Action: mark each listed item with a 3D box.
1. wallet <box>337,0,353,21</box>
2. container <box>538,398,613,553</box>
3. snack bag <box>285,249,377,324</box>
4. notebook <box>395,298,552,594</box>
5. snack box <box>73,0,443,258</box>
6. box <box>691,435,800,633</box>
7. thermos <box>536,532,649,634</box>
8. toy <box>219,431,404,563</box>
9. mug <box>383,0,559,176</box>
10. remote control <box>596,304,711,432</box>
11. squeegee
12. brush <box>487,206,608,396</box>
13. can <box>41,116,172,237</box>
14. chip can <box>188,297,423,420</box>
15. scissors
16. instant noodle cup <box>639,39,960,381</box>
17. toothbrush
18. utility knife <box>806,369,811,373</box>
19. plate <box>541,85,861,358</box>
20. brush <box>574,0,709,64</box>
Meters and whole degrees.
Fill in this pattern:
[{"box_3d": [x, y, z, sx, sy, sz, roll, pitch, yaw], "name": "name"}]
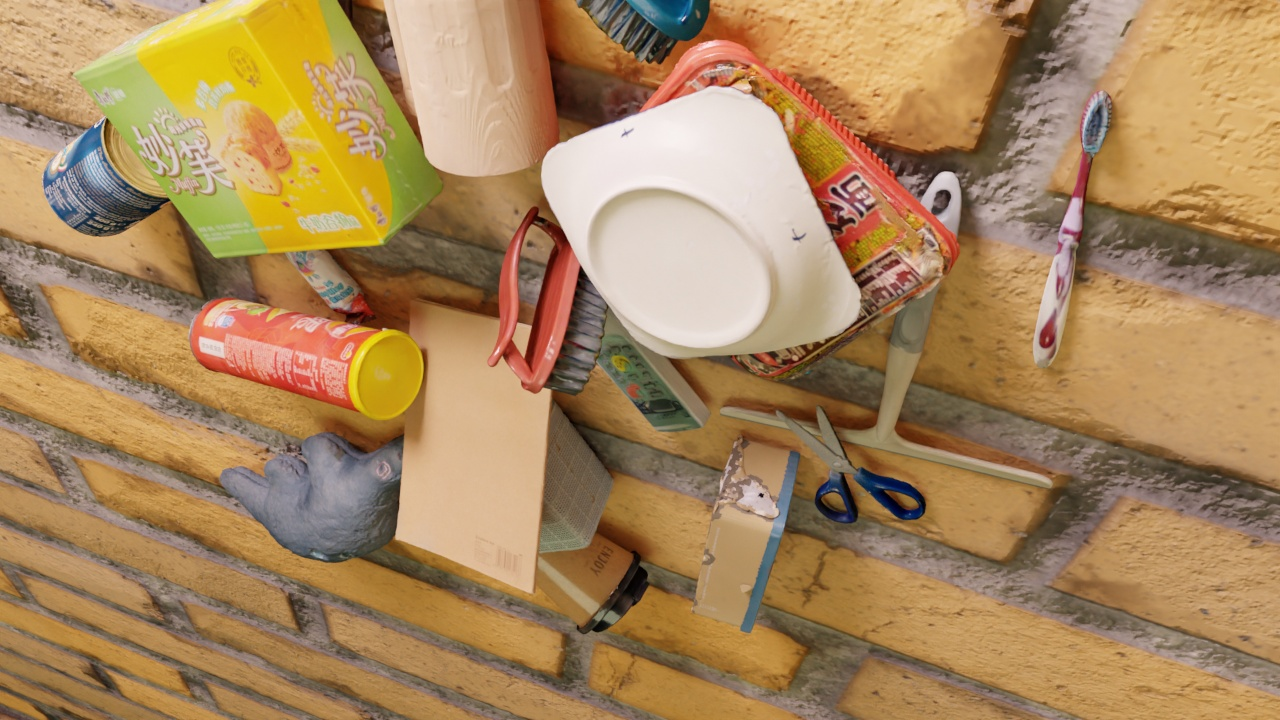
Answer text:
[{"box_3d": [-0.214, -0.271, 0.539, 0.096, 0.020, 0.123, 26, 139, 7], "name": "wallet"}, {"box_3d": [-0.090, 0.106, 0.800, 0.090, 0.089, 0.111, -14, 127, 35], "name": "container"}, {"box_3d": [-0.258, -0.071, 0.749, 0.045, 0.026, 0.105, 0, 134, 47], "name": "snack bag"}, {"box_3d": [-0.135, 0.067, 0.733, 0.150, 0.012, 0.211, 14, 105, 31], "name": "notebook"}, {"box_3d": [-0.255, -0.153, 0.614, 0.210, 0.069, 0.158, 1, 132, 36], "name": "snack box"}, {"box_3d": [0.085, 0.151, 0.762, 0.059, 0.089, 0.185, 14, 138, 11], "name": "box"}, {"box_3d": [-0.069, 0.192, 0.880, 0.143, 0.092, 0.093, 39, 136, -2], "name": "thermos"}, {"box_3d": [-0.319, 0.142, 0.952, 0.357, 0.091, 0.138, -17, 95, 35], "name": "toy"}, {"box_3d": [-0.108, -0.181, 0.543, 0.125, 0.084, 0.104, 32, 143, 33], "name": "mug"}, {"box_3d": [-0.004, 0.004, 0.702, 0.056, 0.019, 0.135, -9, 129, 48], "name": "remote control"}, {"box_3d": [0.174, -0.009, 0.599, 0.247, 0.039, 0.247, 13, 136, 13], "name": "squeegee"}, {"box_3d": [-0.059, -0.040, 0.599, 0.069, 0.145, 0.063, 22, 139, -17], "name": "brush"}, {"box_3d": [-0.399, -0.145, 0.707, 0.111, 0.075, 0.075, -15, 124, 36], "name": "can"}, {"box_3d": [-0.284, -0.005, 0.767, 0.217, 0.073, 0.073, 10, 136, 30], "name": "chip can"}, {"box_3d": [0.162, 0.083, 0.692, 0.147, 0.012, 0.170, 11, 147, 6], "name": "scissors"}, {"box_3d": [0.070, -0.088, 0.540, 0.189, 0.078, 0.165, 38, 136, -14], "name": "instant noodle cup"}, {"box_3d": [0.246, -0.064, 0.526, 0.016, 0.017, 0.188, 8, 134, 19], "name": "toothbrush"}, {"box_3d": [0.043, -0.033, 0.639, 0.166, 0.018, 0.034, 21, 136, 20], "name": "utility knife"}, {"box_3d": [0.025, -0.058, 0.512, 0.164, 0.034, 0.164, -9, 126, 38], "name": "plate"}, {"box_3d": [-0.017, -0.223, 0.466, 0.144, 0.055, 0.074, 41, 136, -16], "name": "brush"}]
